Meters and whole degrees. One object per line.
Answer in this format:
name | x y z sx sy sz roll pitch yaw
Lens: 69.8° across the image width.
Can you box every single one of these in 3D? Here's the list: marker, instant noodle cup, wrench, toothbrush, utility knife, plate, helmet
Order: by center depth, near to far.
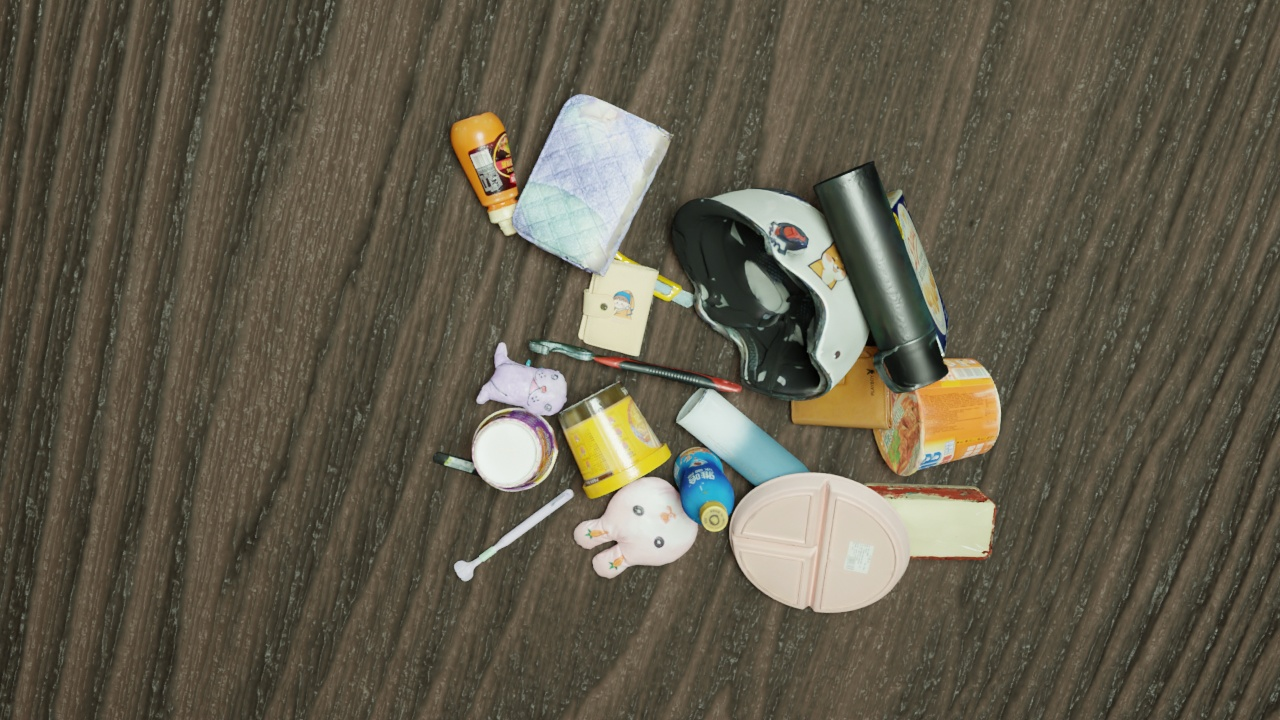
helmet | 0.175 -0.095 1.092 0.156 0.231 0.274 -30 85 -23
instant noodle cup | 0.368 0.063 1.146 0.111 0.151 0.151 -7 99 -9
instant noodle cup | -0.164 0.113 1.153 0.111 0.099 0.111 0 86 -2
instant noodle cup | -0.040 0.097 1.157 0.118 0.118 0.114 -29 91 3
wrench | -0.007 0.007 1.158 0.273 0.056 0.016 12 100 4
utility knife | -0.006 -0.113 1.172 0.181 0.015 0.033 26 100 -5
plate | 0.226 0.241 1.172 0.230 0.028 0.230 7 123 11
marker | -0.213 0.143 1.208 0.124 0.015 0.018 16 97 -1
toothbrush | -0.166 0.229 1.219 0.189 0.021 0.029 -36 96 3

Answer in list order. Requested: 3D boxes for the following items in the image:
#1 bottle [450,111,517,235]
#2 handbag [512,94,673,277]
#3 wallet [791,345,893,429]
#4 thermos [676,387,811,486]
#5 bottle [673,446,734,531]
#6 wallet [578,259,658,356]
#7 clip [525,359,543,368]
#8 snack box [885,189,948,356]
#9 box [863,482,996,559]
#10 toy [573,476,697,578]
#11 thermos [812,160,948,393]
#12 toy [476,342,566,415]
bottle | -0.183 -0.226 1.131 0.067 0.066 0.149 -18 106 1
handbag | -0.060 -0.214 1.119 0.134 0.075 0.194 29 96 14
wallet | 0.252 0.032 1.158 0.132 0.031 0.108 2 100 36
thermos | 0.148 0.123 1.185 0.220 0.070 0.070 40 96 -6
bottle | 0.079 0.158 1.112 0.065 0.218 0.065 0 97 -2
wallet | -0.032 -0.069 1.167 0.087 0.024 0.115 14 110 4
clip | -0.149 0.027 1.191 0.047 0.014 0.057 28 96 -7
snack box | 0.317 -0.103 1.098 0.046 0.177 0.182 -19 99 25
box | 0.373 0.211 1.199 0.168 0.075 0.091 2 99 -2
toy | -0.006 0.224 1.207 0.160 0.054 0.121 -33 97 12
thermos | 0.254 -0.084 0.978 0.089 0.069 0.242 -29 99 -40
toy | -0.144 0.031 1.166 0.108 0.039 0.083 18 78 -5
